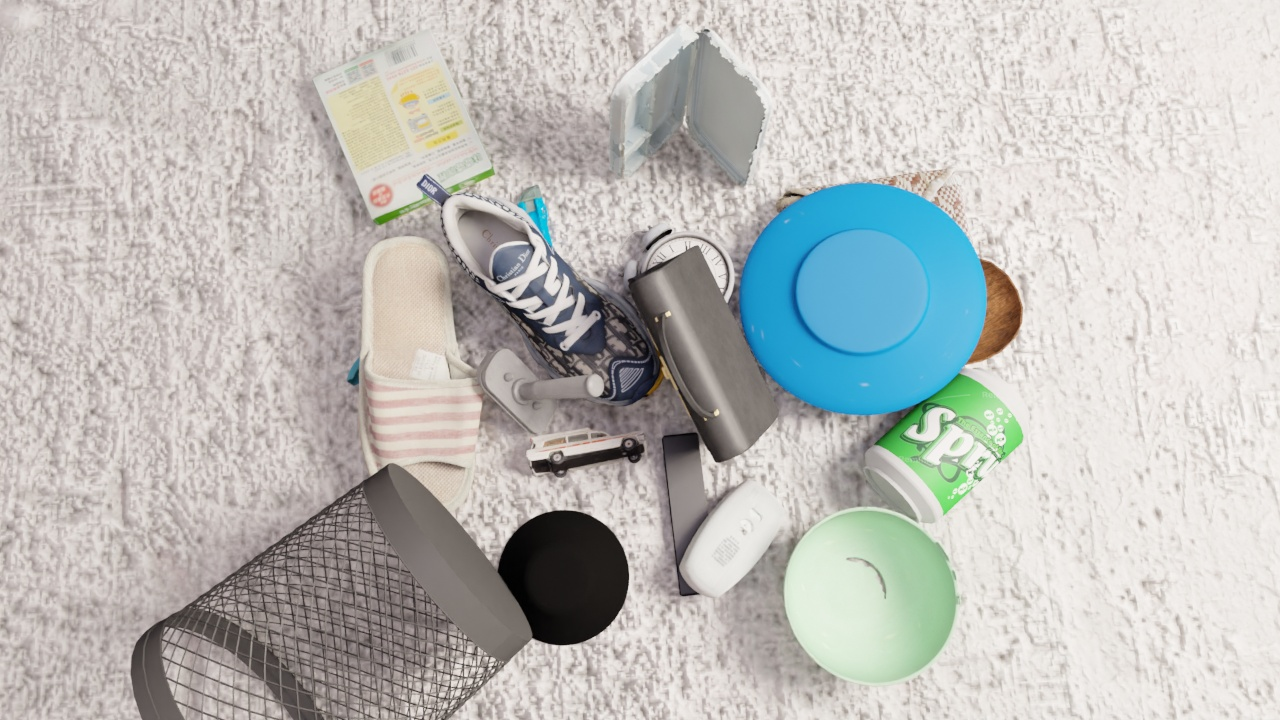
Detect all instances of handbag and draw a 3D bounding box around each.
[{"bbox_3d":[0.045,0.000,0.775,0.072,0.195,0.176,-25,94,13],"label":"handbag"},{"bbox_3d":[0.233,-0.119,0.897,0.186,0.047,0.124,-8,80,-1],"label":"handbag"}]

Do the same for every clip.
[{"bbox_3d":[-0.238,-0.003,0.891,0.120,0.033,0.122,-10,79,2],"label":"clip"}]

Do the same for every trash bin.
[{"bbox_3d":[-0.236,0.228,0.747,0.227,0.218,0.217,-39,81,-7],"label":"trash bin"}]

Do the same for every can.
[{"bbox_3d":[0.278,0.077,0.837,0.139,0.088,0.088,-41,81,-7],"label":"can"}]

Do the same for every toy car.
[{"bbox_3d":[-0.051,0.082,0.868,0.113,0.039,0.039,-11,58,-2],"label":"toy car"}]

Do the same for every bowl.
[{"bbox_3d":[0.296,-0.043,0.860,0.114,0.026,0.102,-19,77,-1],"label":"bowl"},{"bbox_3d":[0.198,0.207,0.819,0.151,0.077,0.150,0,79,0],"label":"bowl"},{"bbox_3d":[-0.073,0.198,0.835,0.124,0.052,0.124,0,79,0],"label":"bowl"}]

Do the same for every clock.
[{"bbox_3d":[0.035,-0.085,0.898,0.122,0.035,0.094,30,81,5],"label":"clock"}]

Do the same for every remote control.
[{"bbox_3d":[0.045,0.144,0.864,0.034,0.013,0.150,-6,79,-5],"label":"remote control"},{"bbox_3d":[0.084,0.165,0.843,0.060,0.028,0.114,41,71,-3],"label":"remote control"}]

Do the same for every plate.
[{"bbox_3d":[0.203,-0.062,0.847,0.224,0.024,0.224,-2,78,10],"label":"plate"}]

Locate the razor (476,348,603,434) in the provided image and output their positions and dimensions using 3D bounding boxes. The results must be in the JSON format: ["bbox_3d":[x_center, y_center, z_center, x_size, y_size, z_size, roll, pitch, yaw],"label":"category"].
[{"bbox_3d":[-0.079,0.026,0.824,0.088,0.116,0.047,49,53,-32],"label":"razor"}]

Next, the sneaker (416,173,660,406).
[{"bbox_3d":[-0.095,-0.065,0.830,0.103,0.132,0.269,-45,75,1],"label":"sneaker"}]

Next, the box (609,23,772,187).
[{"bbox_3d":[0.036,-0.206,0.833,0.105,0.210,0.129,-44,80,-6],"label":"box"}]

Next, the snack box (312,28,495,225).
[{"bbox_3d":[-0.241,-0.238,0.934,0.132,0.027,0.168,-24,80,-3],"label":"snack box"}]

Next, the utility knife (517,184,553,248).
[{"bbox_3d":[-0.087,-0.071,0.908,0.031,0.015,0.220,-17,81,2],"label":"utility knife"}]

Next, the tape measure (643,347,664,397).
[{"bbox_3d":[-0.005,0.005,0.883,0.059,0.030,0.068,8,82,2],"label":"tape measure"}]

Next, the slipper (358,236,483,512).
[{"bbox_3d":[-0.203,0.015,0.843,0.115,0.052,0.263,-5,92,-18],"label":"slipper"}]
